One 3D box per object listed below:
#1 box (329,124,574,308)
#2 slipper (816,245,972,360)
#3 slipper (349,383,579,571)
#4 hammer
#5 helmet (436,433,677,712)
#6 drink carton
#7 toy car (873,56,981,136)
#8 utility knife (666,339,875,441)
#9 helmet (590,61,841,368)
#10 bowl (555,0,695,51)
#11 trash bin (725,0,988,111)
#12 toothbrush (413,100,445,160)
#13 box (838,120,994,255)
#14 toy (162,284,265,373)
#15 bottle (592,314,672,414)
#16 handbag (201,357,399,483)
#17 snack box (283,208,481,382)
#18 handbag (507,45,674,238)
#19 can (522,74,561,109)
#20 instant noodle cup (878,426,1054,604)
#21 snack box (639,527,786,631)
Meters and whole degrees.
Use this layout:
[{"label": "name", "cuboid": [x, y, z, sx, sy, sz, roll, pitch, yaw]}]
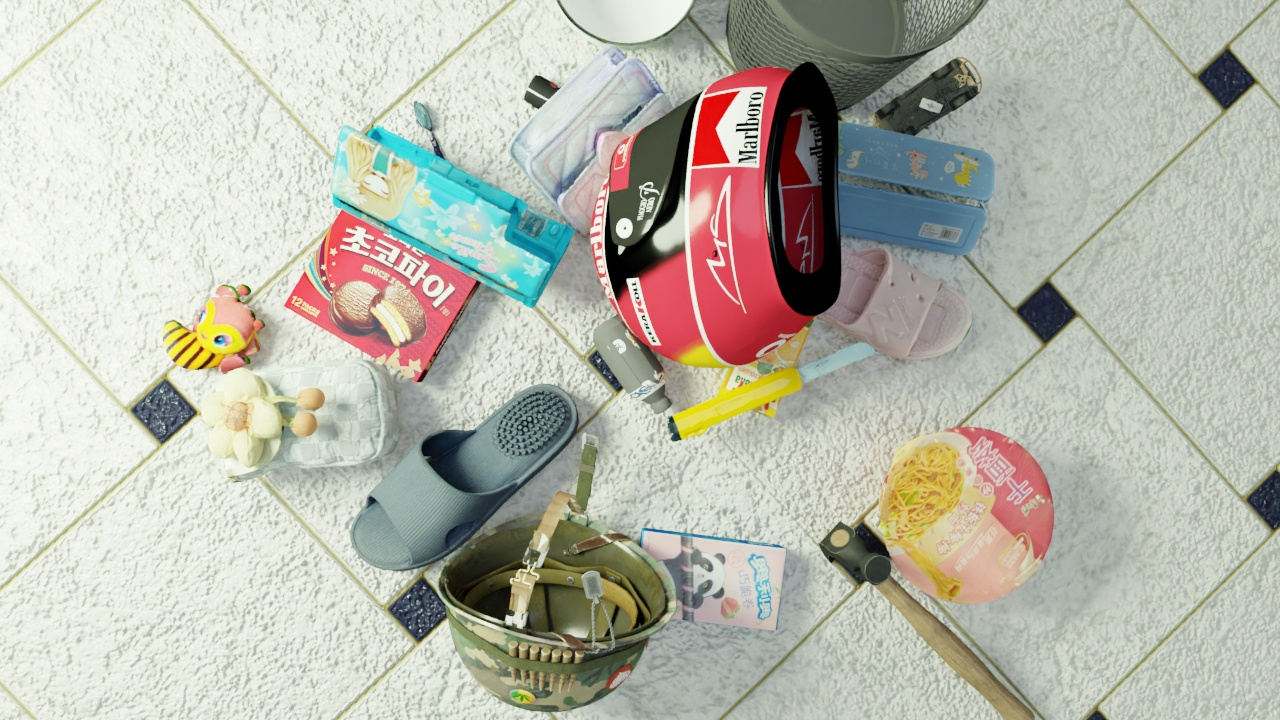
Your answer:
[{"label": "box", "cuboid": [-0.178, -0.154, 0.880, 0.227, 0.117, 0.097, 28, 69, -4]}, {"label": "slipper", "cuboid": [0.236, -0.070, 0.959, 0.239, 0.064, 0.094, 22, 88, -2]}, {"label": "slipper", "cuboid": [-0.177, 0.111, 0.908, 0.263, 0.082, 0.101, -37, 69, -7]}, {"label": "hammer", "cuboid": [0.301, 0.279, 0.946, 0.305, 0.132, 0.040, 45, 86, -14]}, {"label": "helmet", "cuboid": [-0.078, 0.216, 0.867, 0.225, 0.192, 0.236, -4, 111, 17]}, {"label": "drink carton", "cuboid": [0.130, -0.002, 0.963, 0.058, 0.041, 0.122, 23, 89, -3]}, {"label": "toy car", "cuboid": [0.306, -0.274, 0.975, 0.112, 0.047, 0.047, -31, 91, 25]}, {"label": "utility knife", "cuboid": [0.133, 0.030, 0.932, 0.227, 0.019, 0.030, -22, 97, 1]}, {"label": "helmet", "cuboid": [0.063, -0.128, 0.872, 0.225, 0.197, 0.271, 0, 93, 34]}, {"label": "bowl", "cuboid": [-0.017, -0.388, 0.941, 0.153, 0.073, 0.153, 0, 90, -3]}, {"label": "trash bin", "cuboid": [0.193, -0.359, 0.877, 0.217, 0.227, 0.217, 0, 89, -4]}, {"label": "toothbrush", "cuboid": [-0.196, -0.183, 0.955, 0.016, 0.017, 0.189, -24, 90, -4]}, {"label": "box", "cuboid": [0.263, -0.181, 0.959, 0.209, 0.047, 0.122, 10, 104, -5]}, {"label": "toy", "cuboid": [-0.427, -0.029, 0.926, 0.103, 0.046, 0.084, -26, 97, 0]}, {"label": "bottle", "cuboid": [-0.006, 0.006, 0.951, 0.047, 0.047, 0.112, -35, 91, -4]}, {"label": "handbag", "cuboid": [-0.329, 0.054, 0.892, 0.171, 0.123, 0.112, -7, 84, 2]}, {"label": "snack box", "cuboid": [-0.259, -0.073, 0.940, 0.152, 0.036, 0.132, 30, 88, -3]}, {"label": "handbag", "cuboid": [-0.037, -0.216, 0.922, 0.158, 0.069, 0.126, -46, 133, -3]}, {"label": "can", "cuboid": [-0.081, -0.265, 0.956, 0.080, 0.031, 0.031, 29, 87, -3]}, {"label": "instant noodle cup", "cuboid": [0.326, 0.156, 0.956, 0.178, 0.078, 0.178, 0, 89, -2]}, {"label": "snack box", "cuboid": [0.071, 0.228, 0.960, 0.154, 0.033, 0.088, 8, 89, -4]}]
